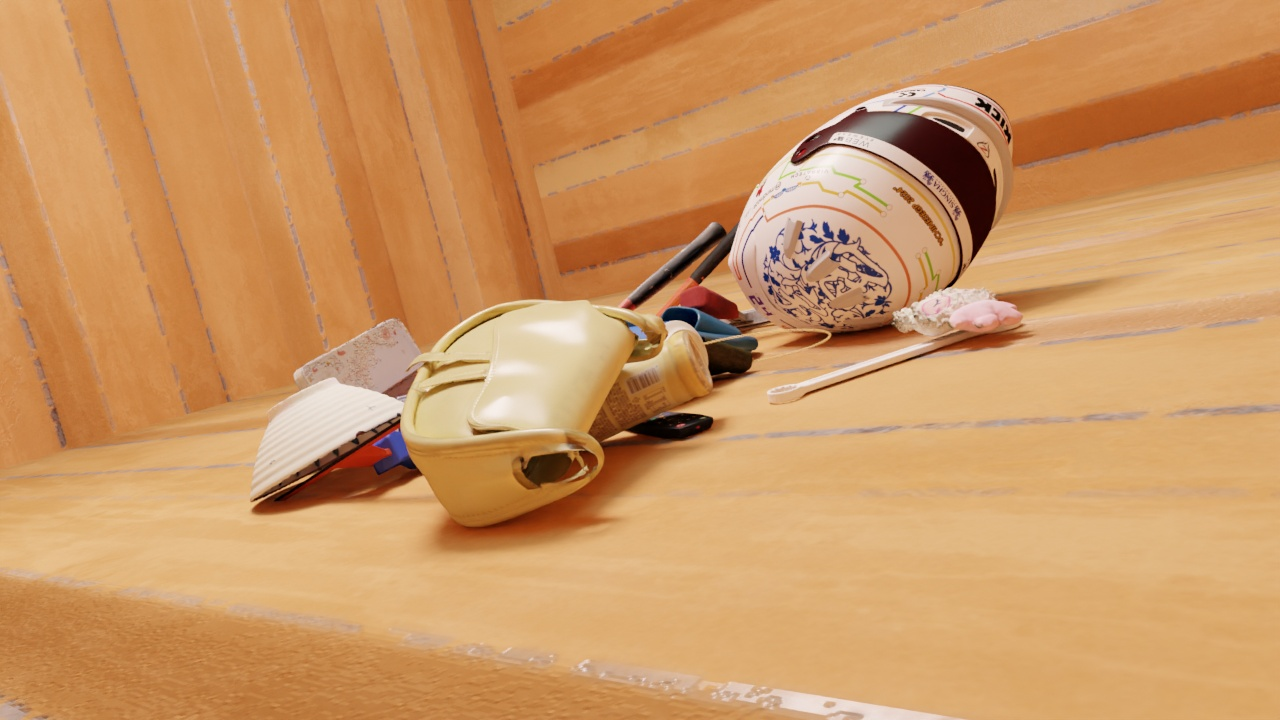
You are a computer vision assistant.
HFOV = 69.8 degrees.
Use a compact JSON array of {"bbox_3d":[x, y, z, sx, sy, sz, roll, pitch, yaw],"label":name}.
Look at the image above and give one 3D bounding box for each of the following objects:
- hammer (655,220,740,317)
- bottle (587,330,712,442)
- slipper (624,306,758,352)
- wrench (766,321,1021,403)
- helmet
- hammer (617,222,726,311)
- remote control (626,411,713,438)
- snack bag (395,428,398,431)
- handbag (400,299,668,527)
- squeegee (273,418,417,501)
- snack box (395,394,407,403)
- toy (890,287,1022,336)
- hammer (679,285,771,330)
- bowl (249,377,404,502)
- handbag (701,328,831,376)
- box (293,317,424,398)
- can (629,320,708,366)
[{"bbox_3d":[0.080,-0.116,1.201,0.334,0.033,0.133,-47,-5,14],"label":"hammer"},{"bbox_3d":[-0.023,0.033,0.768,0.162,0.056,0.056,-25,5,11],"label":"bottle"},{"bbox_3d":[0.047,-0.034,1.044,0.213,0.059,0.104,8,-6,-35],"label":"slipper"},{"bbox_3d":[0.232,-0.004,0.825,0.273,0.009,0.047,-17,7,-21],"label":"wrench"},{"bbox_3d":[0.250,-0.151,1.030,0.315,0.231,0.235,-26,23,51],"label":"helmet"},{"bbox_3d":[-0.011,-0.077,1.230,0.326,0.036,0.140,-40,5,-8],"label":"hammer"},{"bbox_3d":[0.016,0.053,0.783,0.039,0.010,0.125,-17,8,-27],"label":"remote control"},{"bbox_3d":[-0.241,0.061,1.122,0.116,0.036,0.077,-13,8,3],"label":"snack bag"},{"bbox_3d":[-0.087,0.024,0.670,0.191,0.088,0.232,-17,23,23],"label":"handbag"},{"bbox_3d":[-0.204,0.074,0.872,0.250,0.055,0.184,-29,-2,35],"label":"squeegee"},{"bbox_3d":[-0.152,0.036,1.023,0.226,0.059,0.059,-15,2,-5],"label":"snack box"},{"bbox_3d":[0.293,-0.045,0.834,0.095,0.041,0.109,-15,13,-20],"label":"toy"},{"bbox_3d":[0.109,-0.067,1.201,0.126,0.036,0.315,-10,-5,15],"label":"hammer"},{"bbox_3d":[-0.318,0.065,0.906,0.177,0.071,0.177,-30,1,1],"label":"bowl"},{"bbox_3d":[0.112,-0.010,0.913,0.084,0.027,0.178,16,-19,-40],"label":"handbag"},{"bbox_3d":[-0.346,0.037,1.098,0.105,0.096,0.215,-38,4,24],"label":"box"},{"bbox_3d":[-0.005,0.005,0.926,0.078,0.079,0.146,-20,9,-42],"label":"can"}]
